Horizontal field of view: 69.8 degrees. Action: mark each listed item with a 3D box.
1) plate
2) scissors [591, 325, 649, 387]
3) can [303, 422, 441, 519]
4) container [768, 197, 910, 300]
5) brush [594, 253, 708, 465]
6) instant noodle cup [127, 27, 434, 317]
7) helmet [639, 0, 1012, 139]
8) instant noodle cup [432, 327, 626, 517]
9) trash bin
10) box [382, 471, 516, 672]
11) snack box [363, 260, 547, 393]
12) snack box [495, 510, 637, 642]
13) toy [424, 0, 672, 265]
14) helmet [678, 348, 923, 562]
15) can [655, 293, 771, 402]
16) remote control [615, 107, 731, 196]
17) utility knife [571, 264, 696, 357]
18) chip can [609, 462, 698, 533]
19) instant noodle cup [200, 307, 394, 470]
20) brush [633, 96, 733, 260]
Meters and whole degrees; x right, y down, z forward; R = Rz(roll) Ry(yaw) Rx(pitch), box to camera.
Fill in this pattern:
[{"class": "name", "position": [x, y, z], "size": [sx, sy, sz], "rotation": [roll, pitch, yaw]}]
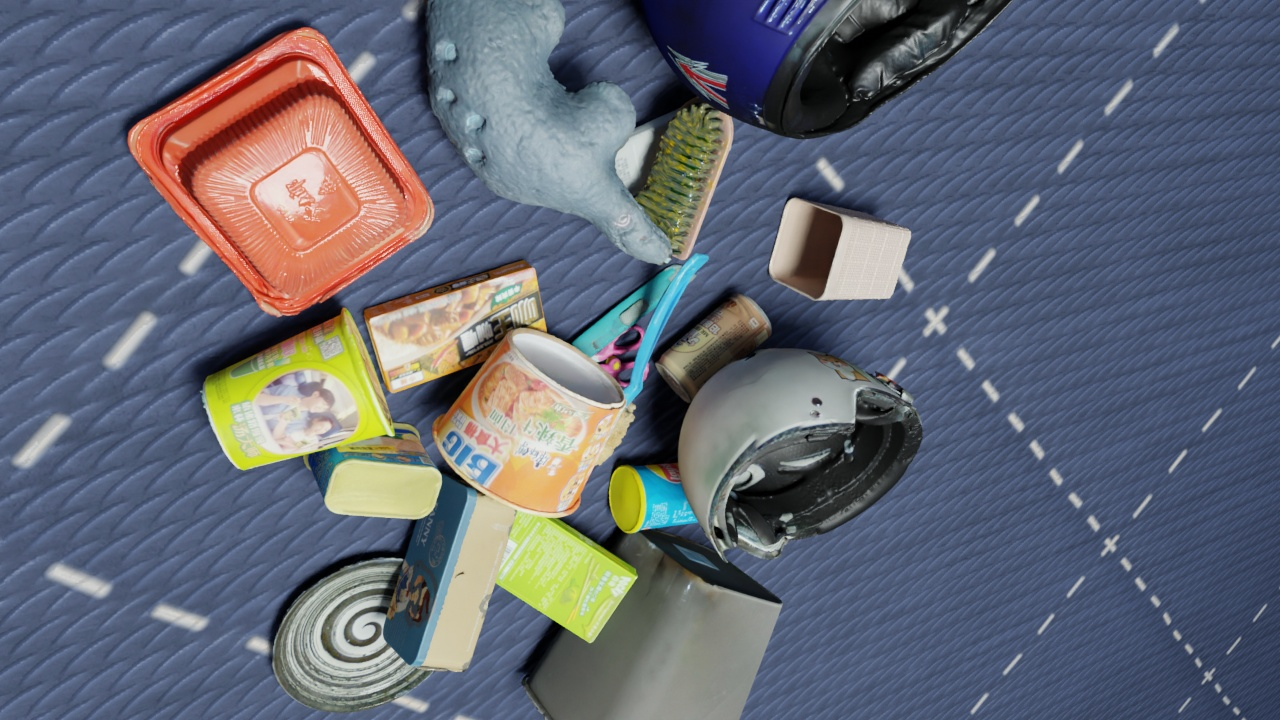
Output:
[{"class": "plate", "position": [-0.268, 0.268, 0.904], "size": [0.179, 0.024, 0.180], "rotation": [-12, 116, -25]}, {"class": "scissors", "position": [-0.052, -0.004, 0.906], "size": [0.137, 0.017, 0.074], "rotation": [-2, 111, -25]}, {"class": "can", "position": [-0.234, 0.094, 0.802], "size": [0.102, 0.083, 0.057], "rotation": [10, 107, -33]}, {"class": "container", "position": [0.211, -0.114, 0.962], "size": [0.110, 0.090, 0.090], "rotation": [0, 112, -34]}, {"class": "brush", "position": [-0.005, 0.005, 0.887], "size": [0.083, 0.046, 0.255], "rotation": [-6, 129, -61]}, {"class": "instant noodle cup", "position": [-0.255, -0.128, 0.688], "size": [0.164, 0.079, 0.189], "rotation": [-37, 128, -8]}, {"class": "helmet", "position": [0.142, -0.337, 0.714], "size": [0.315, 0.240, 0.247], "rotation": [-34, 163, -4]}, {"class": "instant noodle cup", "position": [-0.091, 0.049, 0.813], "size": [0.151, 0.151, 0.111], "rotation": [22, 109, -36]}, {"class": "trash bin", "position": [0.020, 0.314, 1.000], "size": [0.199, 0.199, 0.220], "rotation": [25, 91, -38]}, {"class": "box", "position": [-0.177, 0.191, 0.860], "size": [0.061, 0.090, 0.184], "rotation": [17, 85, -37]}, {"class": "snack box", "position": [-0.162, -0.032, 0.820], "size": [0.153, 0.026, 0.075], "rotation": [-21, 122, -21]}, {"class": "snack box", "position": [-0.090, 0.209, 0.932], "size": [0.156, 0.026, 0.086], "rotation": [34, 93, -7]}, {"class": "toy", "position": [-0.090, -0.206, 0.729], "size": [0.138, 0.091, 0.356], "rotation": [-34, 113, -6]}, {"class": "helmet", "position": [0.142, 0.076, 0.918], "size": [0.273, 0.157, 0.231], "rotation": [3, 131, -48]}, {"class": "can", "position": [0.076, -0.014, 0.946], "size": [0.116, 0.058, 0.058], "rotation": [-40, 126, -8]}, {"class": "remote control", "position": [0.017, -0.194, 0.848], "size": [0.149, 0.021, 0.058], "rotation": [-27, 132, -16]}, {"class": "utility knife", "position": [-0.019, -0.039, 0.900], "size": [0.181, 0.013, 0.029], "rotation": [-39, 103, -13]}, {"class": "chip can", "position": [0.073, 0.143, 1.013], "size": [0.209, 0.071, 0.071], "rotation": [-2, 113, -30]}, {"class": "instant noodle cup", "position": [-0.277, 0.030, 0.739], "size": [0.123, 0.111, 0.112], "rotation": [-20, 121, -12]}, {"class": "brush", "position": [0.041, -0.169, 0.828], "size": [0.072, 0.063, 0.146], "rotation": [-24, 139, -61]}]
